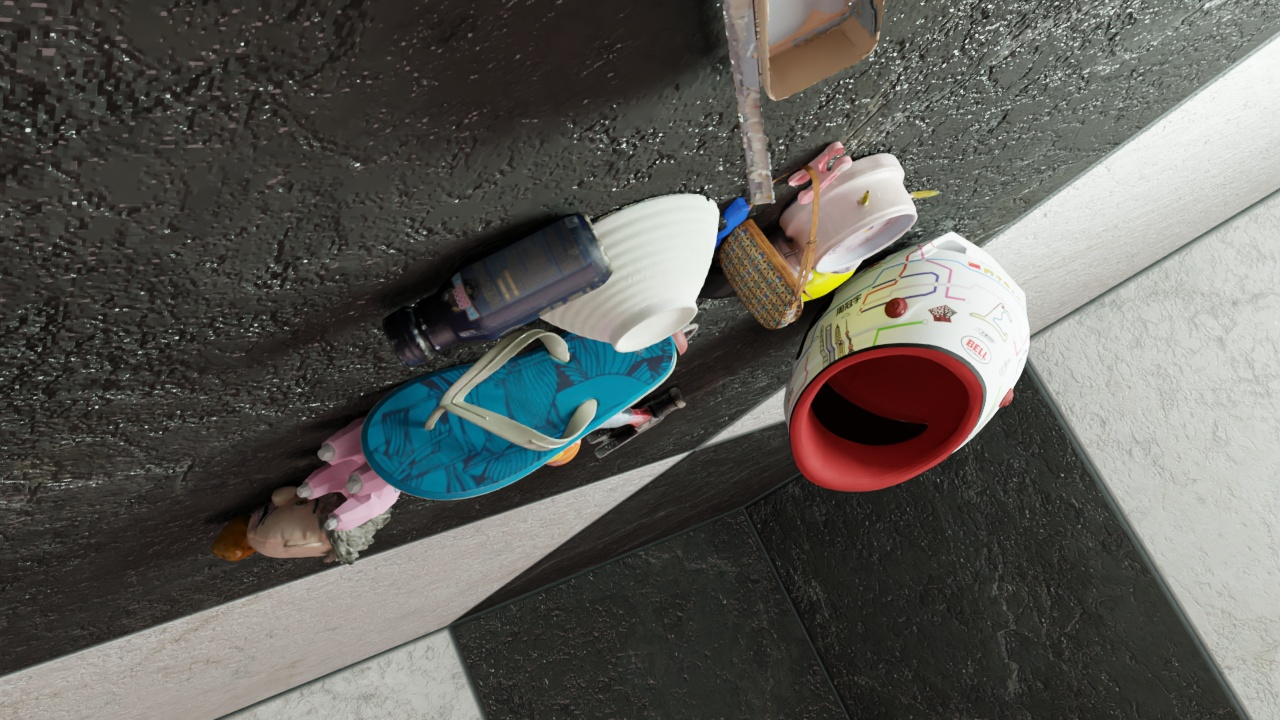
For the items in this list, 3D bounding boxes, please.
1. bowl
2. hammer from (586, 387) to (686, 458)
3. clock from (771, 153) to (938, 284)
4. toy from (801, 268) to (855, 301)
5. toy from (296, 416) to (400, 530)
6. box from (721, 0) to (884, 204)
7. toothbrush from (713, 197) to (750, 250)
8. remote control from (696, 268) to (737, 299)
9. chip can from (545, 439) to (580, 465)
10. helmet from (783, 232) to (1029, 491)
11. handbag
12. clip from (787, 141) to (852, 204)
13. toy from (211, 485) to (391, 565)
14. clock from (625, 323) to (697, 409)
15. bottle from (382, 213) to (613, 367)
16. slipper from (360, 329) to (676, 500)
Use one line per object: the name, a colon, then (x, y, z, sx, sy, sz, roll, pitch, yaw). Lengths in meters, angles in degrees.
bowl: (-0.002, -0.054, 0.741, 0.177, 0.071, 0.177, -24, 165, -7)
hammer: (-0.029, 0.073, 1.116, 0.140, 0.036, 0.326, -31, 171, 7)
clock: (0.181, -0.120, 0.841, 0.116, 0.058, 0.158, -14, 161, -37)
toy: (0.190, -0.090, 0.991, 0.095, 0.041, 0.094, -22, 169, -15)
toy: (-0.239, 0.097, 0.863, 0.124, 0.067, 0.157, -51, 167, 32)
box: (0.081, -0.170, 0.449, 0.121, 0.094, 0.217, -30, 165, 2)
toothbrush: (0.057, -0.094, 0.826, 0.016, 0.011, 0.187, -19, 166, -23)
remote control: (0.074, -0.072, 0.883, 0.046, 0.021, 0.140, -37, 166, 31)
chip can: (-0.119, 0.073, 0.987, 0.062, 0.062, 0.210, -27, 165, 4)
helmet: (0.320, -0.003, 1.124, 0.315, 0.231, 0.235, -45, -168, 37)
handbag: (0.118, -0.103, 0.755, 0.043, 0.093, 0.196, -28, 161, -17)
clip: (0.148, -0.146, 0.742, 0.022, 0.039, 0.059, -8, 153, -41)
toy: (-0.334, 0.157, 0.908, 0.176, 0.076, 0.132, -12, -168, -7)
clock: (-0.006, 0.005, 0.919, 0.156, 0.062, 0.110, -25, 167, -27)
bottle: (-0.099, -0.046, 0.635, 0.161, 0.056, 0.056, -27, 165, 1)
slipper: (-0.094, 0.032, 0.798, 0.294, 0.118, 0.060, -26, 179, -18)
